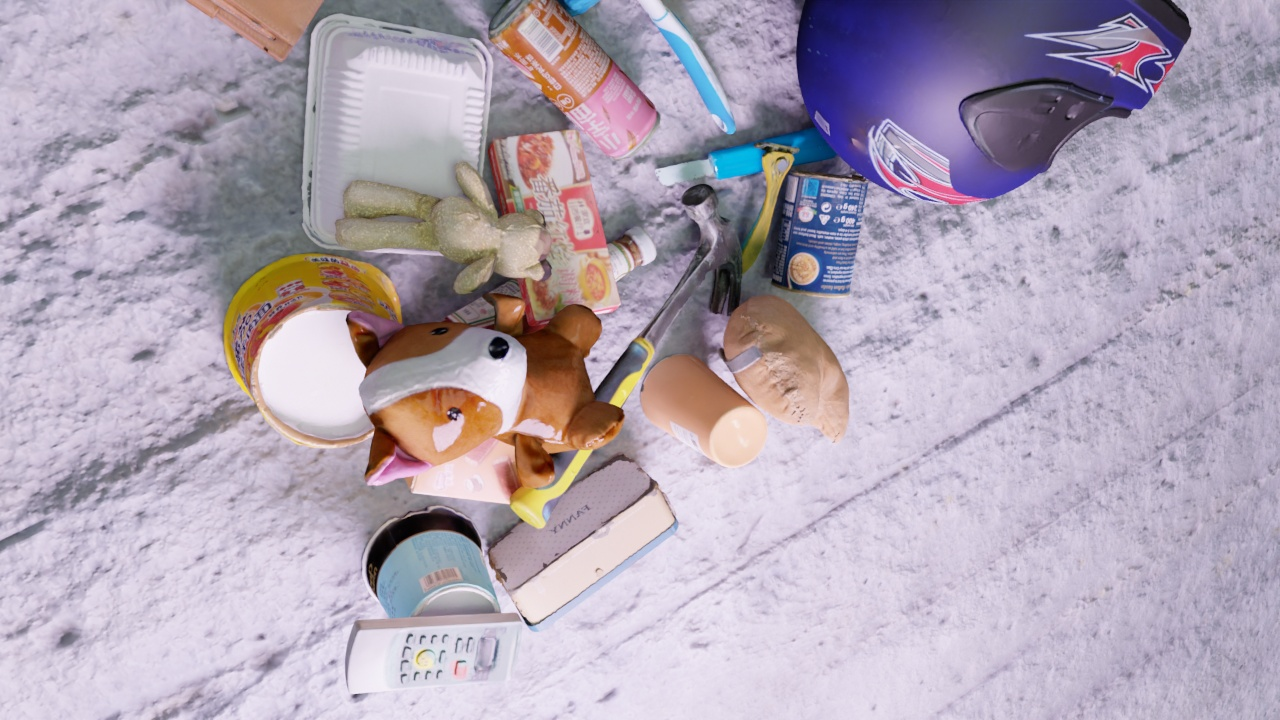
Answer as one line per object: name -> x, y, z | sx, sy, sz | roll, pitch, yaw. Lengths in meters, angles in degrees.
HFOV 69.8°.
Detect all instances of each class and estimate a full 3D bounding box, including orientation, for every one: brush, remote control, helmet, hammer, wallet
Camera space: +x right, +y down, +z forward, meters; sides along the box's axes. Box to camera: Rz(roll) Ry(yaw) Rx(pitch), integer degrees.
brush -> -0.015, -0.299, 0.731 | 0.109, 0.060, 0.315 | -35, 122, -15
remote control -> -0.160, 0.228, 0.717 | 0.135, 0.019, 0.056 | 6, 104, -27
helmet -> 0.279, -0.253, 0.782 | 0.315, 0.247, 0.241 | 12, 128, -33
hammer -> -0.005, 0.005, 0.793 | 0.322, 0.032, 0.126 | -55, 138, -20
wallet -> -0.273, -0.285, 0.619 | 0.131, 0.031, 0.108 | 32, 89, -30

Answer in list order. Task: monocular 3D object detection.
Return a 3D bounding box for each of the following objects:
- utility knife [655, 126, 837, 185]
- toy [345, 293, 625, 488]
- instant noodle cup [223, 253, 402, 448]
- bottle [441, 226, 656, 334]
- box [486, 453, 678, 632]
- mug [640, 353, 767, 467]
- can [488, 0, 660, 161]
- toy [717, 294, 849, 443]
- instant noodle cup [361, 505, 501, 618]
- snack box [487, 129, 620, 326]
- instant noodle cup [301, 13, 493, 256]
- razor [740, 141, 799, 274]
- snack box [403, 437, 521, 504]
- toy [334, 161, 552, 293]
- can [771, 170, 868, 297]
utility knife -> 0.103, -0.187, 0.843 | 0.198, 0.018, 0.034 | -16, 124, -20
toy -> -0.106, 0.019, 0.645 | 0.199, 0.131, 0.140 | 1, 63, -36
instant noodle cup -> -0.237, -0.004, 0.688 | 0.137, 0.110, 0.138 | -8, 109, -24
bottle -> -0.076, -0.053, 0.782 | 0.205, 0.060, 0.060 | -33, 119, -19
box -> -0.059, 0.169, 0.848 | 0.184, 0.090, 0.060 | -35, 120, -9
mug -> 0.060, 0.049, 0.844 | 0.078, 0.123, 0.078 | -8, 111, -23
can -> -0.051, -0.227, 0.731 | 0.147, 0.058, 0.058 | 40, 87, -31
toy -> 0.151, 0.014, 0.876 | 0.083, 0.143, 0.225 | -26, 155, 21
instant noodle cup -> -0.172, 0.200, 0.784 | 0.111, 0.120, 0.111 | -9, 111, -23
snack box -> -0.070, -0.109, 0.746 | 0.075, 0.025, 0.153 | -12, 86, -21
instant noodle cup -> -0.179, -0.163, 0.692 | 0.137, 0.060, 0.173 | 1, 105, -26
razor -> 0.110, -0.136, 0.850 | 0.043, 0.028, 0.133 | 1, 119, -31
snack box -> -0.147, 0.062, 0.764 | 0.094, 0.093, 0.077 | 12, 102, -29
toy -> -0.141, -0.093, 0.669 | 0.157, 0.066, 0.105 | 7, 62, -24
can -> 0.169, -0.121, 0.865 | 0.075, 0.075, 0.111 | -1, 107, -26
